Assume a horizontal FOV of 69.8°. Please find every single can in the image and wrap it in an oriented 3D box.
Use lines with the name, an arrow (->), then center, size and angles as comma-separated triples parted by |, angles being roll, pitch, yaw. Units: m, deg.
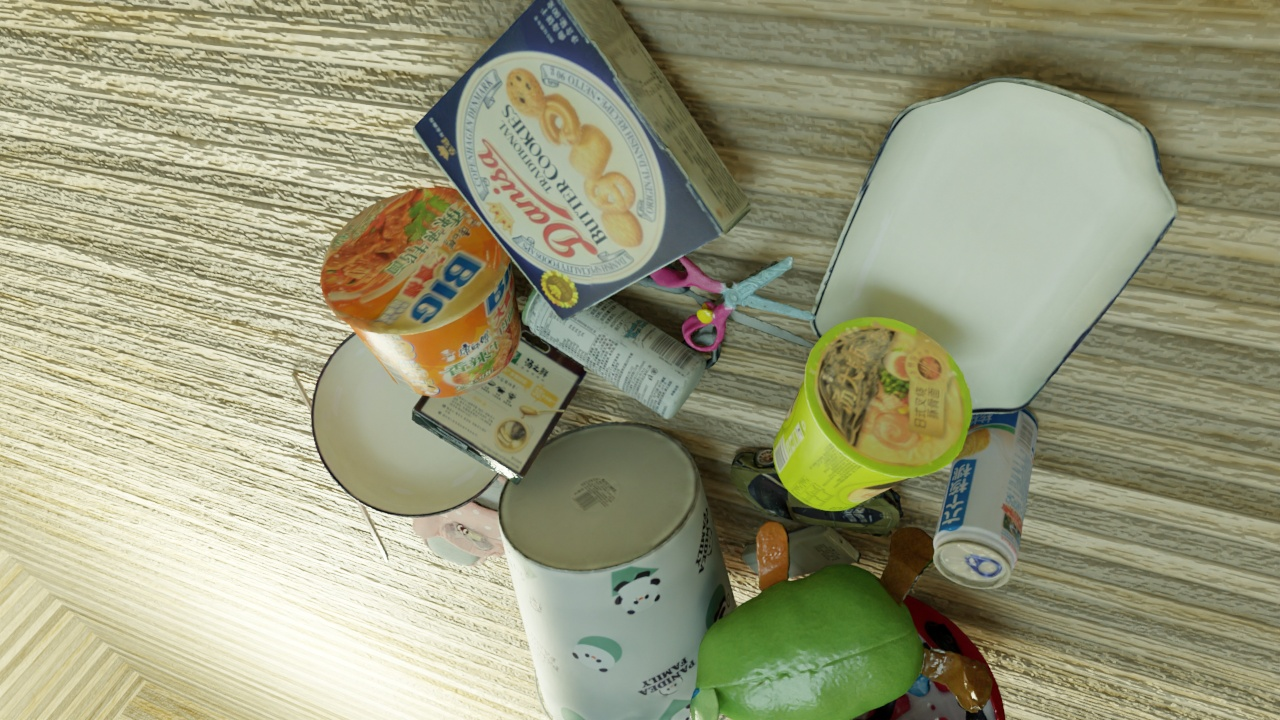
can -> -0.021, -0.014, 0.738 | 0.147, 0.058, 0.058 | 32, 143, 11
can -> 0.242, 0.090, 0.642 | 0.053, 0.134, 0.053 | 17, 140, 15

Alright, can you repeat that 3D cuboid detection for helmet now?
helmet -> 0.233, 0.308, 0.881 | 0.207, 0.143, 0.240 | -44, 78, 30

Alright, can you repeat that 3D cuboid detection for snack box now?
snack box -> -0.123, 0.028, 0.823 | 0.113, 0.125, 0.053 | 33, 157, -4
snack box -> -0.045, -0.132, 0.626 | 0.183, 0.045, 0.178 | -25, 106, 46

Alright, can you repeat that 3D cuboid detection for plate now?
plate -> -0.209, 0.051, 0.869 | 0.192, 0.192, 0.039 | 31, 174, -2
plate -> 0.207, -0.063, 0.575 | 0.162, 0.034, 0.266 | 23, 142, 10

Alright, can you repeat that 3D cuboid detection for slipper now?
slipper -> -0.193, 0.177, 0.995 | 0.114, 0.054, 0.275 | 25, 145, -6

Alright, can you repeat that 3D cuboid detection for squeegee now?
squeegee -> -0.274, 0.075, 0.987 | 0.250, 0.040, 0.247 | -32, 84, 33

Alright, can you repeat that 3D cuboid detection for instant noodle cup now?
instant noodle cup -> 0.147, 0.048, 0.632 | 0.112, 0.111, 0.124 | 27, 152, 4
instant noodle cup -> -0.167, -0.049, 0.745 | 0.151, 0.151, 0.111 | 15, 147, 18

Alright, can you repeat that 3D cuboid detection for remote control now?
remote control -> 0.154, 0.191, 0.898 | 0.049, 0.024, 0.125 | 41, 140, -15

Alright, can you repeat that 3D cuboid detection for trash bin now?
trash bin -> -0.017, 0.211, 0.883 | 0.230, 0.228, 0.252 | 9, 131, 24

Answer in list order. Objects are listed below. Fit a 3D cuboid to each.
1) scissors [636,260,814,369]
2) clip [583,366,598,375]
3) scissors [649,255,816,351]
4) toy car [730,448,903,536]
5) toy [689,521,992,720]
scissors -> 0.059, -0.034, 0.695 | 0.178, 0.014, 0.160 | 25, 149, 23
clip -> -0.004, 0.008, 0.789 | 0.100, 0.034, 0.070 | 25, 143, 14
scissors -> 0.058, -0.051, 0.651 | 0.118, 0.017, 0.134 | 48, 142, -8
toy car -> 0.150, 0.117, 0.807 | 0.158, 0.042, 0.070 | 6, 136, 31
toy -> 0.152, 0.242, 0.774 | 0.247, 0.090, 0.227 | -21, 81, 17
